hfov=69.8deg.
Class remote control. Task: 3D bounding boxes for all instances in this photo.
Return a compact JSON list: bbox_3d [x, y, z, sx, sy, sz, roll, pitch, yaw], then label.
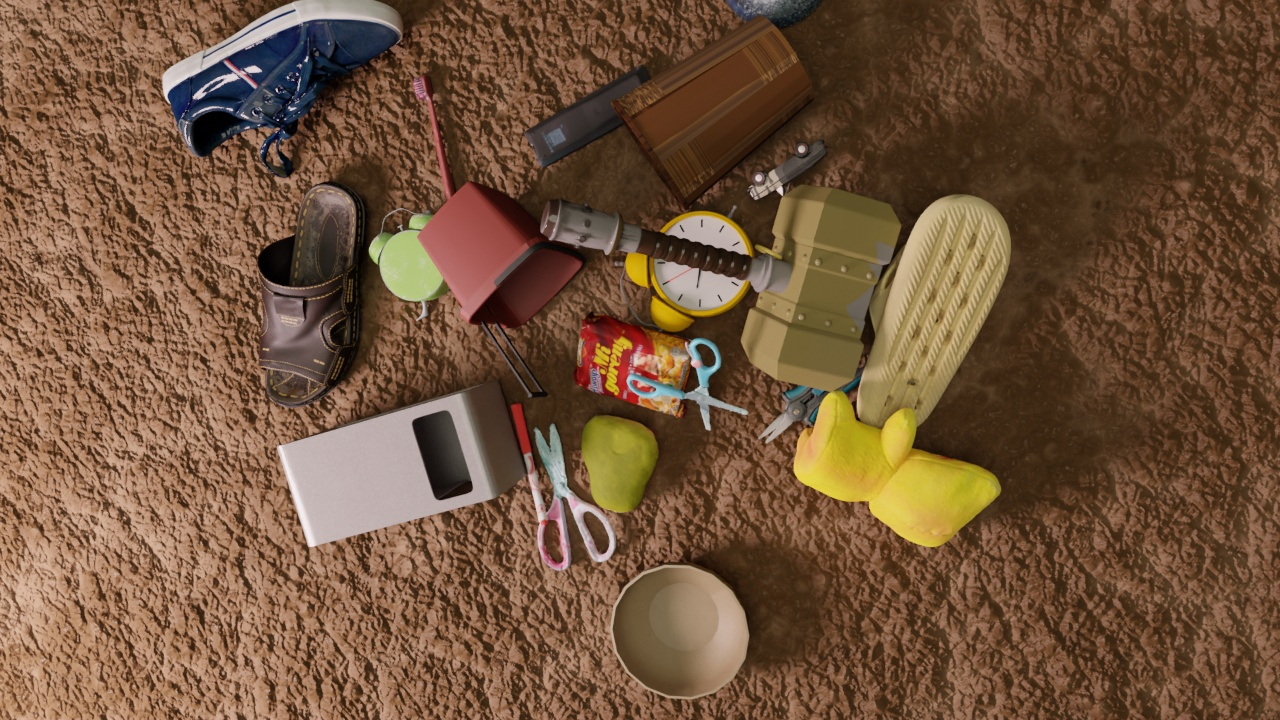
[{"bbox_3d":[-0.054,-0.264,0.995,0.150,0.022,0.047,-27,91,12],"label":"remote control"}]

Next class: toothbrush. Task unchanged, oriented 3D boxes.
[{"bbox_3d":[-0.226,-0.226,1.034,0.016,0.016,0.190,-11,94,15],"label":"toothbrush"}]

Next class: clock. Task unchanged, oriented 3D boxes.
[{"bbox_3d":[0.052,-0.096,0.980,0.152,0.052,0.113,-29,90,8],"label":"clock"},{"bbox_3d":[-0.252,-0.114,1.037,0.094,0.042,0.119,-28,90,11],"label":"clock"}]

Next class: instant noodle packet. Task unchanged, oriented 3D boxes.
[{"bbox_3d":[-0.006,0.006,0.992,0.135,0.039,0.099,18,130,7],"label":"instant noodle packet"}]

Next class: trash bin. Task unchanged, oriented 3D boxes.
[{"bbox_3d":[-0.262,0.112,1.025,0.229,0.114,0.114,-16,93,11],"label":"trash bin"}]

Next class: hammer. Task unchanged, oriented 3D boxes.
[{"bbox_3d":[0.064,-0.098,0.885,0.324,0.100,0.190,12,100,-17],"label":"hammer"}]

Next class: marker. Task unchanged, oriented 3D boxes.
[{"bbox_3d":[-0.126,0.118,1.047,0.013,0.012,0.142,-14,89,11],"label":"marker"}]

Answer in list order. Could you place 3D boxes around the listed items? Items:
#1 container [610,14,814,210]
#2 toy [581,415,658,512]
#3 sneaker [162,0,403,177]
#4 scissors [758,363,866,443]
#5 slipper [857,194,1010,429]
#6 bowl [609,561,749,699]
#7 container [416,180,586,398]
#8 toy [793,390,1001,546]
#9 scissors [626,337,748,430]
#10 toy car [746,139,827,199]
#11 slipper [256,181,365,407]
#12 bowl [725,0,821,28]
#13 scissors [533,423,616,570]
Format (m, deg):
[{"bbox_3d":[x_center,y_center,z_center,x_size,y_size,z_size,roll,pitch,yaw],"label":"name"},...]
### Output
[{"bbox_3d":[0.076,-0.255,0.925,0.167,0.132,0.132,-35,89,6],"label":"container"},{"bbox_3d":[-0.027,0.116,1.016,0.090,0.051,0.110,11,100,11],"label":"toy"},{"bbox_3d":[-0.386,-0.295,1.011,0.295,0.120,0.127,-18,80,14],"label":"sneaker"},{"bbox_3d":[0.186,0.030,0.984,0.127,0.019,0.142,4,103,4],"label":"scissors"},{"bbox_3d":[0.285,-0.047,0.932,0.111,0.079,0.262,9,114,-13],"label":"slipper"},{"bbox_3d":[0.046,0.293,1.022,0.152,0.050,0.152,1,96,10],"label":"bowl"},{"bbox_3d":[-0.125,-0.078,0.965,0.127,0.148,0.201,-43,78,12],"label":"container"},{"bbox_3d":[0.250,0.117,0.926,0.194,0.087,0.135,30,140,0],"label":"toy"},{"bbox_3d":[0.045,0.027,0.953,0.134,0.015,0.135,1,130,15],"label":"scissors"},{"bbox_3d":[0.154,-0.196,0.954,0.092,0.040,0.037,-32,92,15],"label":"toy car"},{"bbox_3d":[-0.380,-0.072,1.046,0.113,0.075,0.268,16,99,9],"label":"slipper"},{"bbox_3d":[0.135,-0.401,0.928,0.114,0.060,0.114,1,96,11],"label":"bowl"},{"bbox_3d":[-0.075,0.150,1.048,0.103,0.016,0.179,-6,92,15],"label":"scissors"}]
